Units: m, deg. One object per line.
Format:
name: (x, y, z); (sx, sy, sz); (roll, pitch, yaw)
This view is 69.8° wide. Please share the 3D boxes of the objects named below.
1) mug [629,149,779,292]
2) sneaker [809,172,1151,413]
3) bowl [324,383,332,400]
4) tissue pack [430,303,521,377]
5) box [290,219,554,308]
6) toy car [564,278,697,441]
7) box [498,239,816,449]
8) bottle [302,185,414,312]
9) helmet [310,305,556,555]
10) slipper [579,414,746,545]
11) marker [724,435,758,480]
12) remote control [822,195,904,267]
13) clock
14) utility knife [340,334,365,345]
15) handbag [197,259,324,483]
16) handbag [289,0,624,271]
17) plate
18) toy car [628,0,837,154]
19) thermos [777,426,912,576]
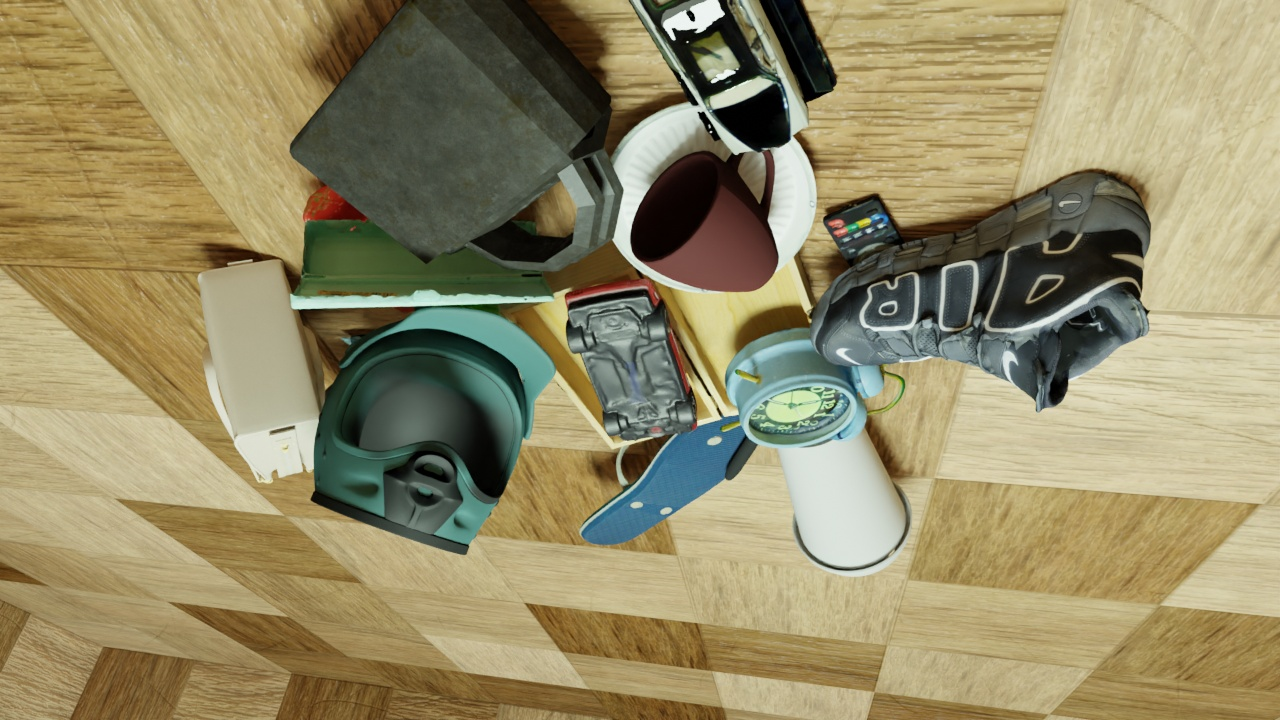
mug: (0.061, -0.096, 0.638); (0.088, 0.114, 0.087); (30, -176, -34)
sneaker: (0.245, -0.018, 0.661); (0.253, 0.150, 0.097); (-23, 133, 29)
bowl: (-0.285, 0.037, 1.002); (0.150, 0.056, 0.151); (-13, 163, -4)
tissue pack: (-0.150, -0.027, 0.887); (0.114, 0.034, 0.100); (5, 134, 6)
box: (-0.166, -0.068, 0.709); (0.187, 0.138, 0.052); (-2, 128, -12)
toy car: (-0.005, 0.005, 0.781); (0.082, 0.056, 0.189); (-10, 138, 10)
box: (0.038, -0.017, 0.834); (0.254, 0.068, 0.247); (-9, 145, 20)
bottle: (-0.231, -0.098, 0.799); (0.072, 0.048, 0.134); (-9, 143, 30)
helmet: (-0.175, 0.047, 0.782); (0.176, 0.200, 0.275); (24, 166, -18)
slipper: (0.032, 0.121, 1.048); (0.118, 0.060, 0.296); (18, 132, -35)
marker: (0.119, 0.087, 0.978); (0.015, 0.018, 0.134); (43, 137, 18)
remote control: (0.195, -0.076, 0.731); (0.046, 0.021, 0.140); (-21, 133, 27)
clock: (0.153, 0.026, 0.814); (0.162, 0.060, 0.118); (-3, 143, -5)
utility knife: (-0.233, -0.017, 0.959); (0.173, 0.020, 0.029); (2, 145, 12)
handbag: (-0.373, 0.027, 0.920); (0.101, 0.194, 0.198); (-14, 158, -22)
handbag: (-0.099, -0.145, 0.630); (0.199, 0.102, 0.198); (45, 137, -20)
plate: (0.049, -0.118, 0.673); (0.157, 0.014, 0.157); (3, 129, 4)
toy car: (0.043, -0.193, 0.533); (0.094, 0.071, 0.192); (-16, 141, 23)
thermos: (0.204, 0.123, 0.962); (0.132, 0.131, 0.222); (-5, 138, 24)
